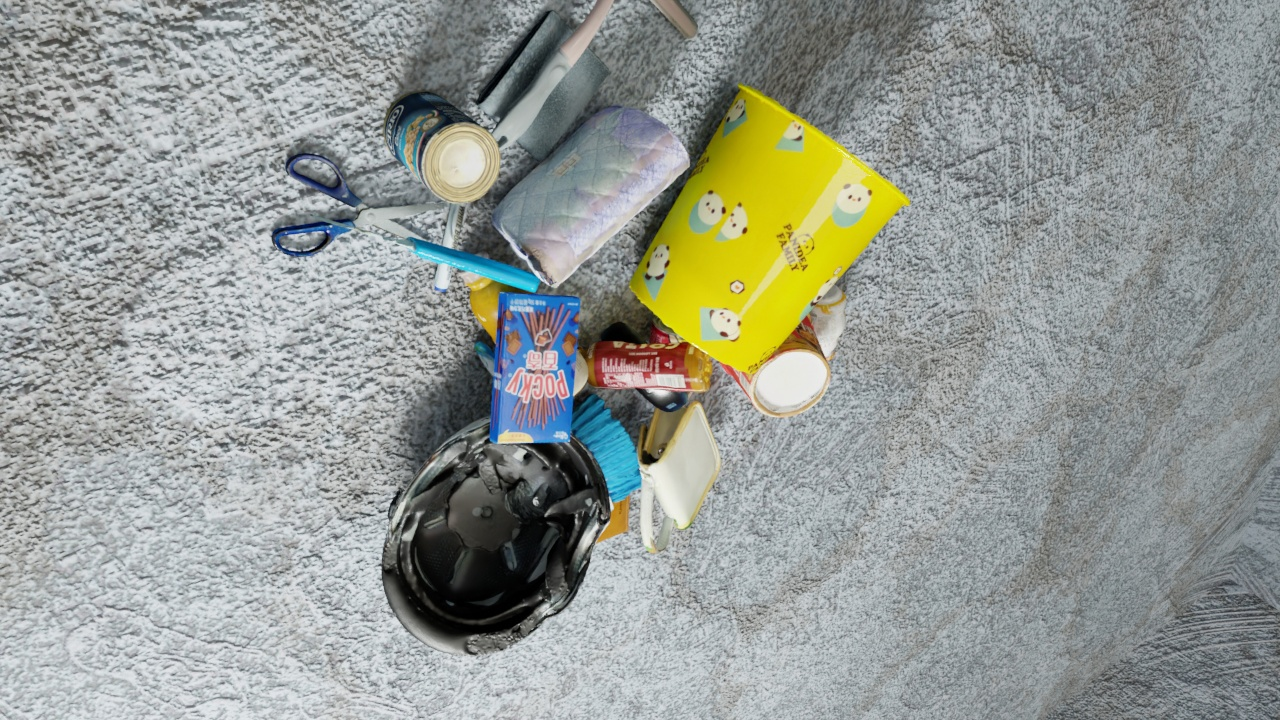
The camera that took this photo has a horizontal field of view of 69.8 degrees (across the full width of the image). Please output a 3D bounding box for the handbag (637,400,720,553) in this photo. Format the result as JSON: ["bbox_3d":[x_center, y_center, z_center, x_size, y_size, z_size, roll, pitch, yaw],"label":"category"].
[{"bbox_3d":[0.033,0.153,1.185,0.178,0.063,0.163,-62,147,-30],"label":"handbag"}]

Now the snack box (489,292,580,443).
[{"bbox_3d":[-0.111,0.009,0.963,0.084,0.026,0.157,1,96,-31],"label":"snack box"}]

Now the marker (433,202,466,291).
[{"bbox_3d":[-0.191,-0.139,0.941,0.016,0.017,0.146,1,117,-36],"label":"marker"}]

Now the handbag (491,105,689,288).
[{"bbox_3d":[-0.057,-0.171,0.934,0.194,0.134,0.075,-45,134,-4],"label":"handbag"}]

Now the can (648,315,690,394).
[{"bbox_3d":[0.041,-0.006,1.154,0.066,0.066,0.094,-9,123,-31],"label":"can"}]

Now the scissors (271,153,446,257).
[{"bbox_3d":[-0.277,-0.138,0.884,0.164,0.012,0.162,-41,133,-7],"label":"scissors"}]

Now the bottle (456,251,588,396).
[{"bbox_3d":[-0.129,-0.036,1.003,0.068,0.068,0.189,-40,119,-8],"label":"bottle"}]

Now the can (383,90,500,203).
[{"bbox_3d":[-0.183,-0.197,0.844,0.075,0.111,0.075,-18,127,-26],"label":"can"}]

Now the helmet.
[{"bbox_3d":[-0.169,0.183,1.055,0.230,0.157,0.274,31,90,-14],"label":"helmet"}]

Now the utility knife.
[{"bbox_3d":[-0.205,-0.107,0.901,0.238,0.034,0.018,16,105,-28],"label":"utility knife"}]

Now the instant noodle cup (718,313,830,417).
[{"bbox_3d":[0.178,0.002,1.203,0.138,0.108,0.138,-7,127,-10],"label":"instant noodle cup"}]

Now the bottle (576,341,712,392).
[{"bbox_3d":[-0.006,0.006,1.072,0.057,0.175,0.057,2,89,-74],"label":"bottle"}]

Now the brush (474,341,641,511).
[{"bbox_3d":[-0.090,0.073,1.121,0.109,0.061,0.315,-40,124,-23],"label":"brush"}]

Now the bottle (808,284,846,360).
[{"bbox_3d":[0.253,-0.052,1.276,0.063,0.063,0.108,-24,128,-21],"label":"bottle"}]

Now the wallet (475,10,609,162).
[{"bbox_3d":[-0.096,-0.274,0.922,0.121,0.019,0.097,-51,135,2],"label":"wallet"}]

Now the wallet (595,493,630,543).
[{"bbox_3d":[-0.073,0.204,1.236,0.130,0.035,0.119,-16,129,-30],"label":"wallet"}]

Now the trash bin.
[{"bbox_3d":[0.131,-0.140,1.038,0.229,0.229,0.256,22,109,-42],"label":"trash bin"}]

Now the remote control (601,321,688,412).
[{"bbox_3d":[0.004,0.012,1.120,0.053,0.024,0.136,-36,102,28],"label":"remote control"}]

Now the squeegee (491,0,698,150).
[{"bbox_3d":[-0.071,-0.301,0.886,0.249,0.040,0.247,-54,136,2],"label":"squeegee"}]

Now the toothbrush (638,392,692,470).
[{"bbox_3d":[0.033,0.099,1.252,0.016,0.016,0.180,15,109,-48],"label":"toothbrush"}]
